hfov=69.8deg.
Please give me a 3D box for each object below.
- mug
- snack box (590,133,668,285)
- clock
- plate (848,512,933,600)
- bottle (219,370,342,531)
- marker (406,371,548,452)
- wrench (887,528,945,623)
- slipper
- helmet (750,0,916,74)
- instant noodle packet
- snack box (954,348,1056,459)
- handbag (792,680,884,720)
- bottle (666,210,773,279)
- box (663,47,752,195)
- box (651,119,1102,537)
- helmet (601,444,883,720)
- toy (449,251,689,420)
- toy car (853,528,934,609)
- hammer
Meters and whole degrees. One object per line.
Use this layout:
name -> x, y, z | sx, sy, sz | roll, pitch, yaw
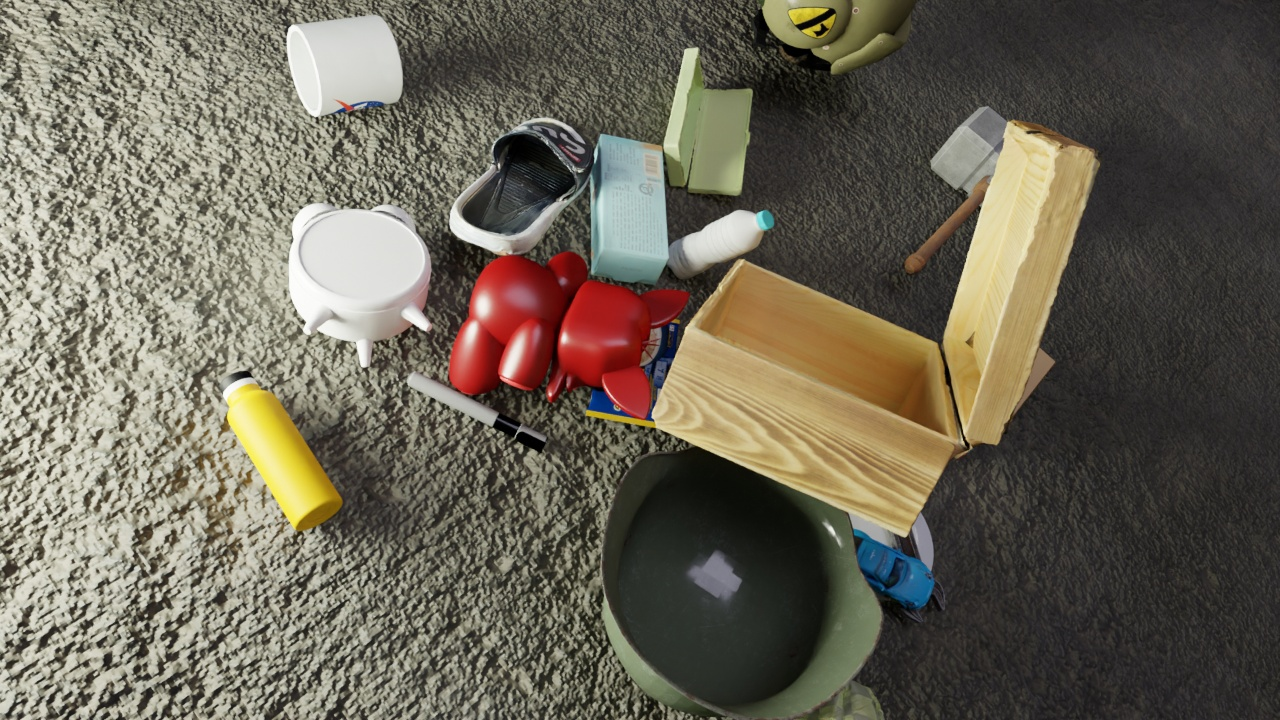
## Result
mug -> -0.322, -0.319, 0.983 | 0.090, 0.091, 0.121 | -21, 36, -30
snack box -> -0.014, -0.169, 1.020 | 0.075, 0.053, 0.174 | 8, 56, -16
clock -> -0.265, -0.078, 0.866 | 0.125, 0.073, 0.160 | -3, 54, -22
plate -> 0.239, 0.174, 0.926 | 0.134, 0.011, 0.134 | 10, 57, -15
bottle -> -0.304, 0.072, 0.765 | 0.043, 0.043, 0.143 | -28, 73, -32
marker -> -0.152, 0.047, 0.855 | 0.140, 0.016, 0.016 | 27, 54, -3
wrench -> 0.253, 0.132, 0.942 | 0.070, 0.010, 0.272 | 0, 60, -19
slipper -> -0.115, -0.203, 0.972 | 0.111, 0.063, 0.263 | 24, 43, 2
helmet -> 0.242, -0.482, 1.173 | 0.233, 0.256, 0.249 | 14, 57, -9
instant noodle packet -> -0.005, 0.005, 0.930 | 0.087, 0.026, 0.134 | 10, 57, -9
snack box -> 0.391, 0.042, 1.018 | 0.040, 0.088, 0.125 | 45, 55, 10
handbag -> 0.171, 0.356, 0.727 | 0.117, 0.113, 0.186 | 23, 53, -15
bottle -> 0.085, -0.127, 0.979 | 0.044, 0.137, 0.044 | 16, 66, -38
box -> 0.083, -0.295, 1.117 | 0.098, 0.082, 0.187 | 1, 55, 10
box -> 0.224, -0.069, 0.798 | 0.286, 0.337, 0.278 | 25, 21, 6
helmet -> 0.066, 0.187, 0.763 | 0.227, 0.154, 0.266 | 33, 50, 6
toy -> -0.068, -0.026, 0.860 | 0.197, 0.121, 0.158 | 15, 52, 9
toy car -> 0.229, 0.196, 0.874 | 0.105, 0.032, 0.048 | 27, 67, 12
hammer -> 0.417, -0.192, 1.178 | 0.163, 0.083, 0.316 | 43, 55, 9
